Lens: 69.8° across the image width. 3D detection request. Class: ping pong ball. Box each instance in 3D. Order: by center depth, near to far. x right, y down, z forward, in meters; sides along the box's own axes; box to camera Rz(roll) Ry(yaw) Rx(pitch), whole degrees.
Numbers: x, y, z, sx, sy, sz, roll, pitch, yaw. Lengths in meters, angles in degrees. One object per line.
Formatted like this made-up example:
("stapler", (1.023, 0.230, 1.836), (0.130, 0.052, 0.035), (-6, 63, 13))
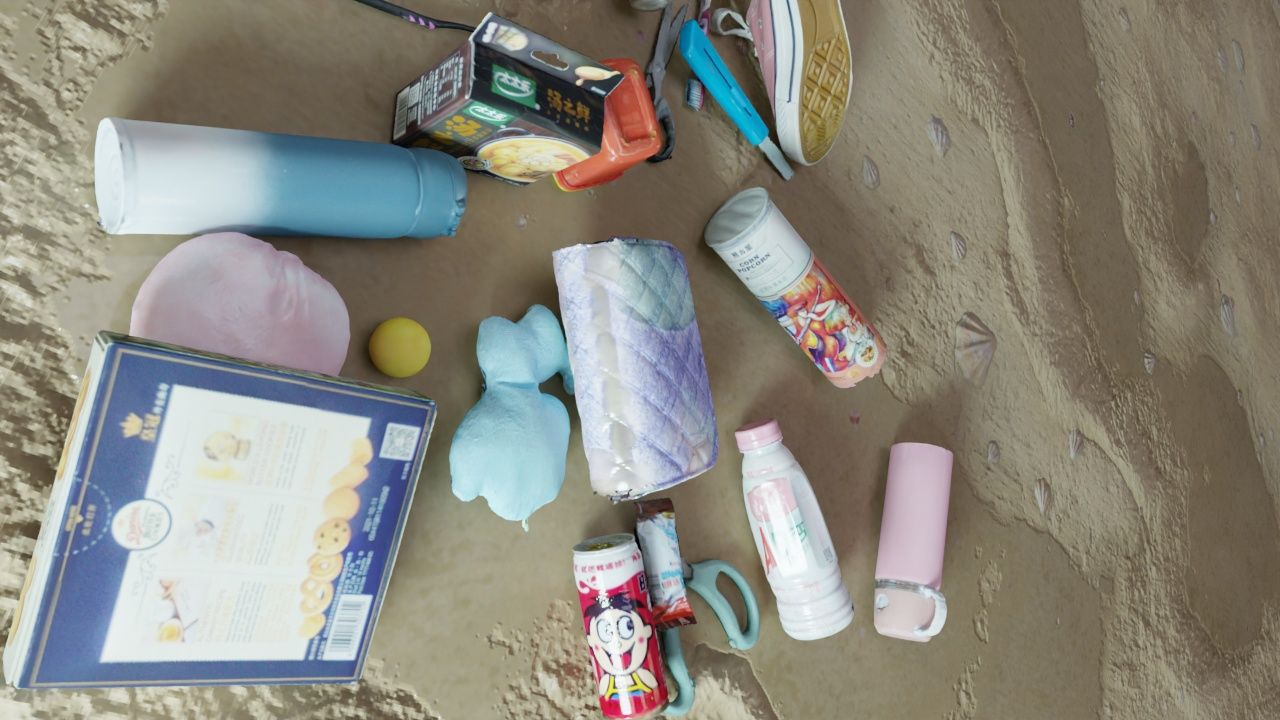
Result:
("ping pong ball", (-0.161, -0.009, 0.615), (0.040, 0.040, 0.040), (7, 79, -40))

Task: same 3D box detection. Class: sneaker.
("sneaker", (0.142, -0.311, 0.894), (0.118, 0.088, 0.241), (-33, 128, -27))

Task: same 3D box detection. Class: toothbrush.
("toothbrush", (-0.171, -0.248, 0.660), (0.189, 0.014, 0.018), (5, 93, -40))
("toothbrush", (0.056, -0.324, 0.866), (0.017, 0.016, 0.187), (10, 77, -30))

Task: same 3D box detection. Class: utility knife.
("utility knife", (0.097, -0.239, 0.877), (0.204, 0.018, 0.034), (42, 56, -40))

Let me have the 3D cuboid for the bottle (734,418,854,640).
("bottle", (0.135, 0.151, 0.836), (0.068, 0.068, 0.197), (-20, 94, -41))

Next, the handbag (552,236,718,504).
("handbag", (-0.004, 0.004, 0.719), (0.134, 0.076, 0.194), (-8, 88, -62))

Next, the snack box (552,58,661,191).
("snack box", (-0.035, -0.188, 0.724), (0.081, 0.080, 0.091), (-25, 100, -40))

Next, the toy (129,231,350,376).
("toy", (-0.241, 0.007, 0.536), (0.121, 0.054, 0.159), (27, 79, -35))

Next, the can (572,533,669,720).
("can", (-0.016, 0.203, 0.703), (0.053, 0.053, 0.132), (-12, 92, -41))

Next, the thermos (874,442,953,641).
("thermos", (0.287, 0.186, 0.948), (0.067, 0.087, 0.198), (19, 69, -19))

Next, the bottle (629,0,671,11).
("bottle", (0.002, -0.400, 0.794), (0.067, 0.068, 0.189), (-1, 85, -41))

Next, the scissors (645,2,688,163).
("scissors", (0.010, -0.261, 0.818), (0.150, 0.014, 0.170), (-16, 94, -42))

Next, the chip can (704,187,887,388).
("chip can", (0.152, -0.065, 0.876), (0.214, 0.071, 0.071), (44, 58, -28))

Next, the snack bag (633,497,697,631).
("snack bag", (0.019, 0.163, 0.739), (0.048, 0.026, 0.104), (1, 79, -43))

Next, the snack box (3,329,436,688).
("snack box", (-0.224, 0.089, 0.511), (0.182, 0.046, 0.178), (15, 92, -38))

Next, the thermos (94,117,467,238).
("thermos", (-0.212, -0.109, 0.573), (0.220, 0.070, 0.070), (-6, 88, -42))

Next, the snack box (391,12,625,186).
("snack box", (-0.093, -0.174, 0.641), (0.113, 0.126, 0.053), (11, 77, -40))

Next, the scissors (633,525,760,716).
("scissors", (0.051, 0.205, 0.785), (0.175, 0.019, 0.175), (-1, 81, -40))

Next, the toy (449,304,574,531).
("toy", (-0.087, 0.042, 0.668), (0.161, 0.050, 0.156), (-21, 94, -53))
